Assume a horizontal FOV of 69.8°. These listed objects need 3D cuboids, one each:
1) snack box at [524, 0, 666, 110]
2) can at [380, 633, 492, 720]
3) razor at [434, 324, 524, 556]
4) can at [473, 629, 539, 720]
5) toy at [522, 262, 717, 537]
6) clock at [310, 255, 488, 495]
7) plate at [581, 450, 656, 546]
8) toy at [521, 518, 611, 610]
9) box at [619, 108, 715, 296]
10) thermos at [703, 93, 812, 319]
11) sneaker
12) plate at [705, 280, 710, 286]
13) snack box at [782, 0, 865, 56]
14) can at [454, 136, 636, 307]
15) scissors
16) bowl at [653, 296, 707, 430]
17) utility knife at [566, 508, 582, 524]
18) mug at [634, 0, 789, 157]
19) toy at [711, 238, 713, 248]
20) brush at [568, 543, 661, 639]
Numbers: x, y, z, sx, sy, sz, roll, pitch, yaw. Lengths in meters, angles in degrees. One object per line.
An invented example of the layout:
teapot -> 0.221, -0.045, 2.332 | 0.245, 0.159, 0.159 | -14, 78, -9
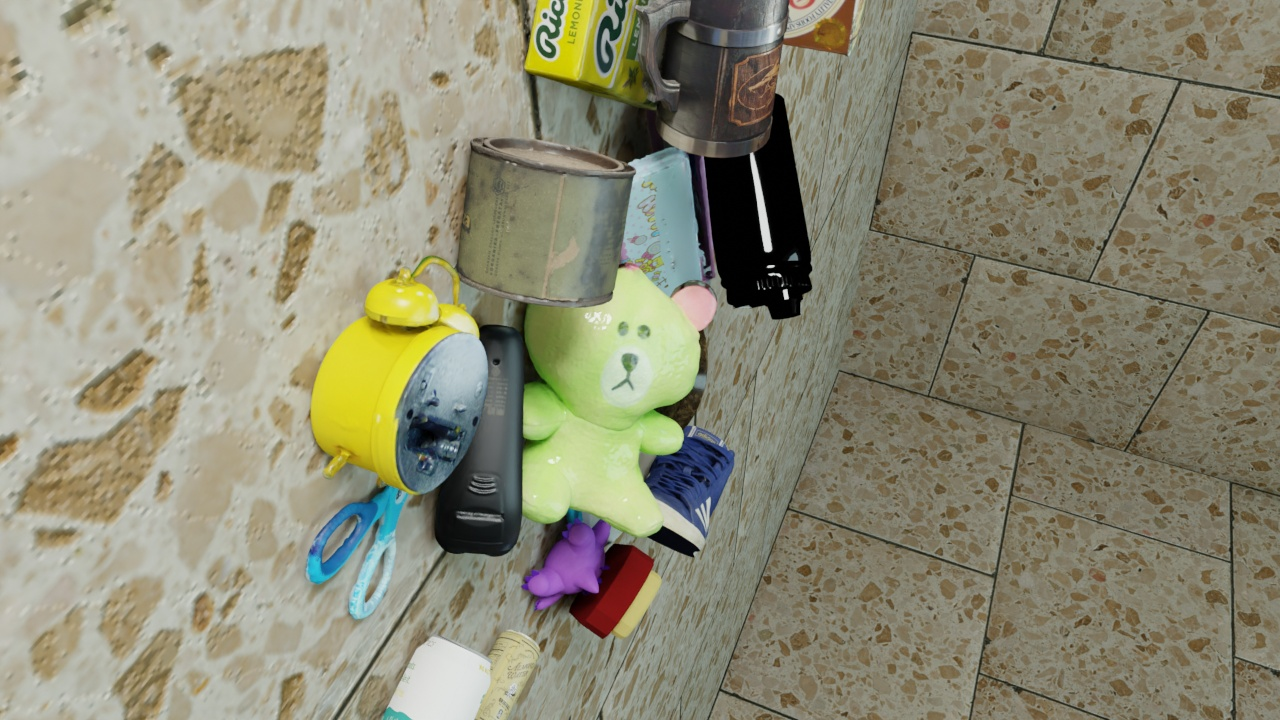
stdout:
snack box -> -0.007, -0.227, 0.584 | 0.180, 0.045, 0.121 | -22, 127, -69
can -> -0.138, 0.234, 0.594 | 0.055, 0.055, 0.101 | 77, 33, -60
razor -> -0.098, 0.051, 0.579 | 0.067, 0.054, 0.151 | -139, -125, -77
can -> -0.113, 0.259, 0.732 | 0.038, 0.038, 0.079 | 89, 24, -46
toy -> -0.028, 0.021, 0.659 | 0.107, 0.150, 0.197 | 18, -85, 64
clock -> -0.111, 0.007, 0.451 | 0.083, 0.057, 0.118 | 41, 67, -72
plate -> -0.013, 0.108, 0.924 | 0.182, 0.034, 0.182 | 17, 89, -74
toy -> -0.055, 0.182, 0.815 | 0.106, 0.056, 0.088 | -51, 172, -2
box -> 0.007, -0.124, 0.770 | 0.214, 0.091, 0.090 | 75, -7, -62
thermos -> 0.105, -0.133, 0.838 | 0.086, 0.086, 0.198 | 15, 66, -74
sneaker -> 0.043, 0.113, 0.880 | 0.118, 0.091, 0.233 | -65, 163, -13
plate -> 0.045, -0.033, 1.003 | 0.178, 0.012, 0.178 | 15, 89, -76
snack box -> 0.098, -0.308, 0.675 | 0.147, 0.143, 0.041 | 87, 24, -50
can -> -0.053, -0.078, 0.502 | 0.089, 0.090, 0.075 | -35, 138, -65
scissors -> -0.141, 0.075, 0.503 | 0.118, 0.013, 0.139 | 52, 59, -73
bowl -> -0.004, 0.004, 0.750 | 0.056, 0.121, 0.121 | 7, 102, -34
utility knife -> -0.060, 0.145, 0.834 | 0.167, 0.015, 0.022 | 88, 25, -44
mug -> 0.040, -0.193, 0.590 | 0.115, 0.080, 0.107 | -29, 143, -31
toy -> 0.061, -0.149, 0.910 | 0.100, 0.036, 0.080 | 80, 21, -56
brush -> -0.023, 0.220, 0.869 | 0.082, 0.042, 0.174 | -55, -178, -14
